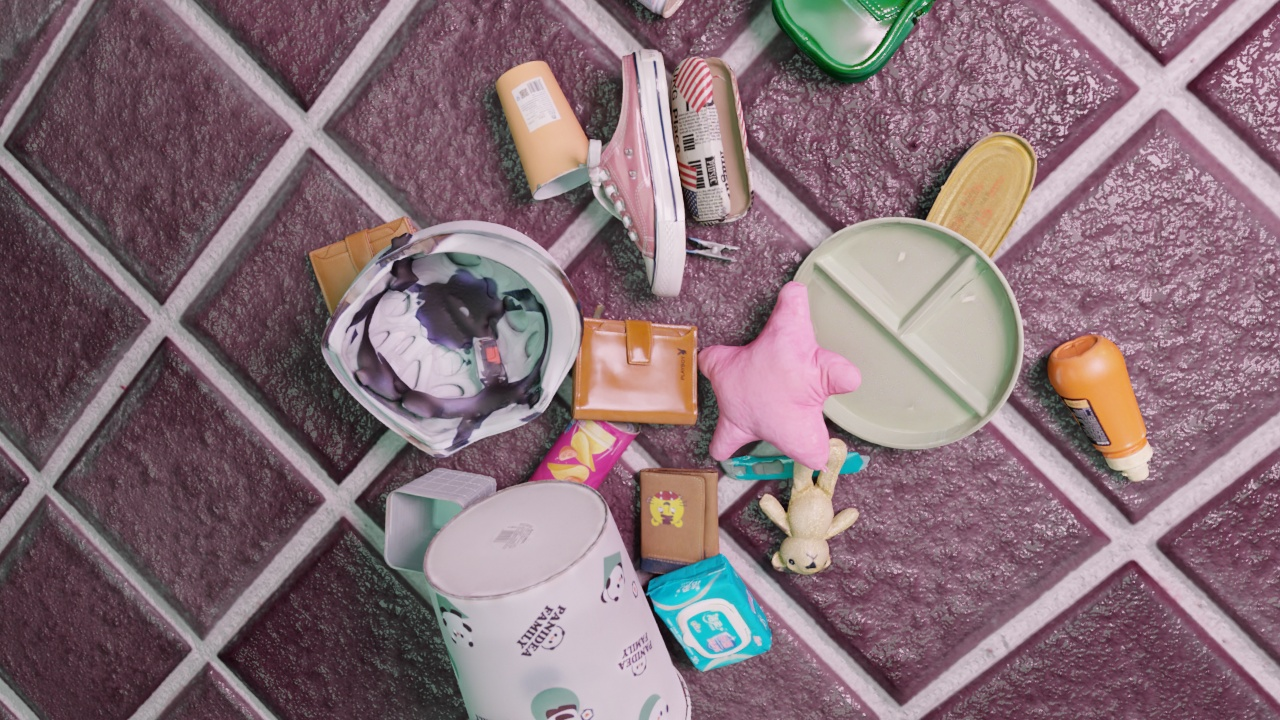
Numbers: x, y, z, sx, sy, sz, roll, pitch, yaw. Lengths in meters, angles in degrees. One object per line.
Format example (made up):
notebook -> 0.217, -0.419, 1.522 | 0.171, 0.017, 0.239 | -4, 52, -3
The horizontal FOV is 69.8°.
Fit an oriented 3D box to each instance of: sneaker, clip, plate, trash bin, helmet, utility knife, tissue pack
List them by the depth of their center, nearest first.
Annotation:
plate -> 0.249, -0.025, 0.884 | 0.230, 0.027, 0.230 | 12, 113, 31
sneaker -> -0.006, -0.178, 0.906 | 0.088, 0.118, 0.241 | -8, 105, 1
trash bin -> -0.087, 0.273, 0.913 | 0.230, 0.229, 0.252 | -8, 115, 14
clip -> 0.074, -0.115, 0.946 | 0.058, 0.026, 0.038 | 14, 95, 10
helmet -> -0.183, -0.043, 0.948 | 0.259, 0.145, 0.229 | -38, 115, 14
utility knife -> 0.162, 0.111, 0.971 | 0.158, 0.013, 0.029 | -6, 106, 14
tissue pack -> 0.075, 0.269, 0.980 | 0.093, 0.050, 0.133 | -24, 119, 15

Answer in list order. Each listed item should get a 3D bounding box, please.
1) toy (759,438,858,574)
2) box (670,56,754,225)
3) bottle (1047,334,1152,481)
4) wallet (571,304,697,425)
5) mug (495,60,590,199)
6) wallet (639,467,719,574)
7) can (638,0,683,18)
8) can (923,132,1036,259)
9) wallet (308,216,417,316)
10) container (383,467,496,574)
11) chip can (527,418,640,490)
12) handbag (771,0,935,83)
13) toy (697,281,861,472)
toy -> 0.178, 0.151, 0.948 | 0.105, 0.066, 0.157 | 4, 109, -5
box -> 0.059, -0.214, 0.902 | 0.075, 0.082, 0.163 | -4, 101, 29
bottle -> 0.445, 0.050, 0.873 | 0.067, 0.066, 0.149 | -28, 100, 16
wallet -> -0.006, 0.006, 0.952 | 0.130, 0.035, 0.119 | 3, 83, -14
mug -> -0.099, -0.237, 0.939 | 0.078, 0.078, 0.123 | -24, 90, 16
wallet -> 0.043, 0.176, 1.003 | 0.090, 0.033, 0.115 | 1, 97, 13
can -> -0.014, -0.396, 0.899 | 0.134, 0.053, 0.053 | 39, 106, 4
can -> 0.315, -0.143, 0.871 | 0.074, 0.049, 0.148 | 27, 105, 7
wallet -> -0.298, -0.093, 1.034 | 0.132, 0.031, 0.108 | -17, 97, 14
container -> -0.218, 0.175, 1.020 | 0.090, 0.111, 0.090 | 8, 102, 11
chip can -> -0.086, 0.138, 1.004 | 0.071, 0.071, 0.211 | 37, 106, 4
handbag -> 0.192, -0.335, 0.855 | 0.131, 0.068, 0.120 | 44, 105, 2
toy -> 0.132, 0.038, 0.913 | 0.195, 0.074, 0.178 | -41, 65, 35
